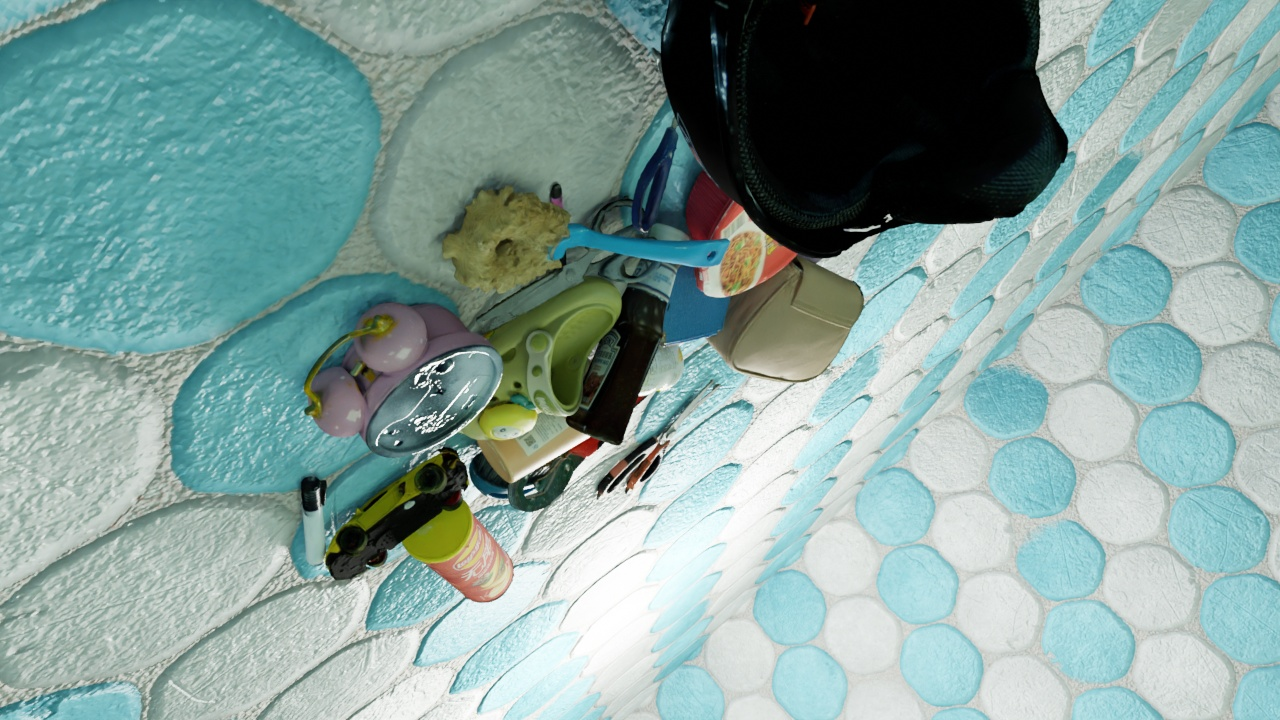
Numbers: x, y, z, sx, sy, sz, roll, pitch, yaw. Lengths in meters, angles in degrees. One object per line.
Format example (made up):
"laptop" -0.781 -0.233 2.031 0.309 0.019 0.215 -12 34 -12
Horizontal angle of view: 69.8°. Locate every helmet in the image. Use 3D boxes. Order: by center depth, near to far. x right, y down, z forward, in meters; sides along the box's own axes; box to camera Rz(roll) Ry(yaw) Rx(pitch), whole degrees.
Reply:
"helmet" 0.125 -0.197 0.565 0.274 0.230 0.233 -42 128 -11

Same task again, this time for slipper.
"slipper" -0.086 0.010 0.767 0.191 0.081 0.091 -40 149 11

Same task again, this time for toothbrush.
"toothbrush" -0.065 -0.075 0.753 0.014 0.017 0.190 -27 152 -19

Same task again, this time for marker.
"marker" -0.277 0.140 0.784 0.022 0.018 0.131 3 140 -14

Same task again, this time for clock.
"clock" -0.176 0.011 0.672 0.117 0.060 0.158 -48 158 16

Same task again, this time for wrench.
"wrench" -0.041 0.066 0.949 0.272 0.016 0.056 -43 134 -39

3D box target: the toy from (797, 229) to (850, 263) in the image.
"toy" 0.206 -0.147 1.033 0.083 0.039 0.108 -2 141 -41

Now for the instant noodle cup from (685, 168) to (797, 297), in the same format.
"instant noodle cup" 0.109 -0.150 0.838 0.193 0.066 0.194 -36 157 -18

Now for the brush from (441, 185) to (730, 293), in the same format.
"brush" -0.029 -0.087 0.697 0.254 0.046 0.083 -1 128 -37

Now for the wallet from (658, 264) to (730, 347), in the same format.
"wallet" 0.045 -0.063 0.904 0.132 0.040 0.106 -11 123 -50

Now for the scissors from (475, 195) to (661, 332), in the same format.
"scissors" -0.049 -0.060 0.720 0.136 0.014 0.174 31 71 -28

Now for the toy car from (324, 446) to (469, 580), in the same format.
"toy car" -0.224 0.141 0.841 0.155 0.041 0.071 -39 157 -11

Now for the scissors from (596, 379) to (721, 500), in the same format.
"scissors" 0.026 0.111 1.228 0.195 0.015 0.216 -28 152 -31

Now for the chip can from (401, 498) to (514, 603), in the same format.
"chip can" -0.188 0.203 0.969 0.073 0.073 0.217 -37 157 -13

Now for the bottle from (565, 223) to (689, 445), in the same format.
"bottle" -0.007 -0.024 0.805 0.195 0.044 0.080 -69 -159 -3

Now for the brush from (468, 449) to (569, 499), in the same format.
"brush" -0.118 0.109 0.937 0.143 0.055 0.074 -9 140 -53

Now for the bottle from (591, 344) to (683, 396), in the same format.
"bottle" -0.005 0.005 0.927 0.108 0.063 0.063 -12 142 -51

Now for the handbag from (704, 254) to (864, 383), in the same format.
"handbag" 0.161 -0.051 1.045 0.204 0.100 0.148 13 120 -51

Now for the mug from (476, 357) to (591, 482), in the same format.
"mug" -0.088 0.057 0.859 0.122 0.078 0.078 -35 156 -24

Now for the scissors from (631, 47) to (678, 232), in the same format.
"scissors" 0.029 -0.172 0.673 0.162 0.012 0.173 -64 159 -4
